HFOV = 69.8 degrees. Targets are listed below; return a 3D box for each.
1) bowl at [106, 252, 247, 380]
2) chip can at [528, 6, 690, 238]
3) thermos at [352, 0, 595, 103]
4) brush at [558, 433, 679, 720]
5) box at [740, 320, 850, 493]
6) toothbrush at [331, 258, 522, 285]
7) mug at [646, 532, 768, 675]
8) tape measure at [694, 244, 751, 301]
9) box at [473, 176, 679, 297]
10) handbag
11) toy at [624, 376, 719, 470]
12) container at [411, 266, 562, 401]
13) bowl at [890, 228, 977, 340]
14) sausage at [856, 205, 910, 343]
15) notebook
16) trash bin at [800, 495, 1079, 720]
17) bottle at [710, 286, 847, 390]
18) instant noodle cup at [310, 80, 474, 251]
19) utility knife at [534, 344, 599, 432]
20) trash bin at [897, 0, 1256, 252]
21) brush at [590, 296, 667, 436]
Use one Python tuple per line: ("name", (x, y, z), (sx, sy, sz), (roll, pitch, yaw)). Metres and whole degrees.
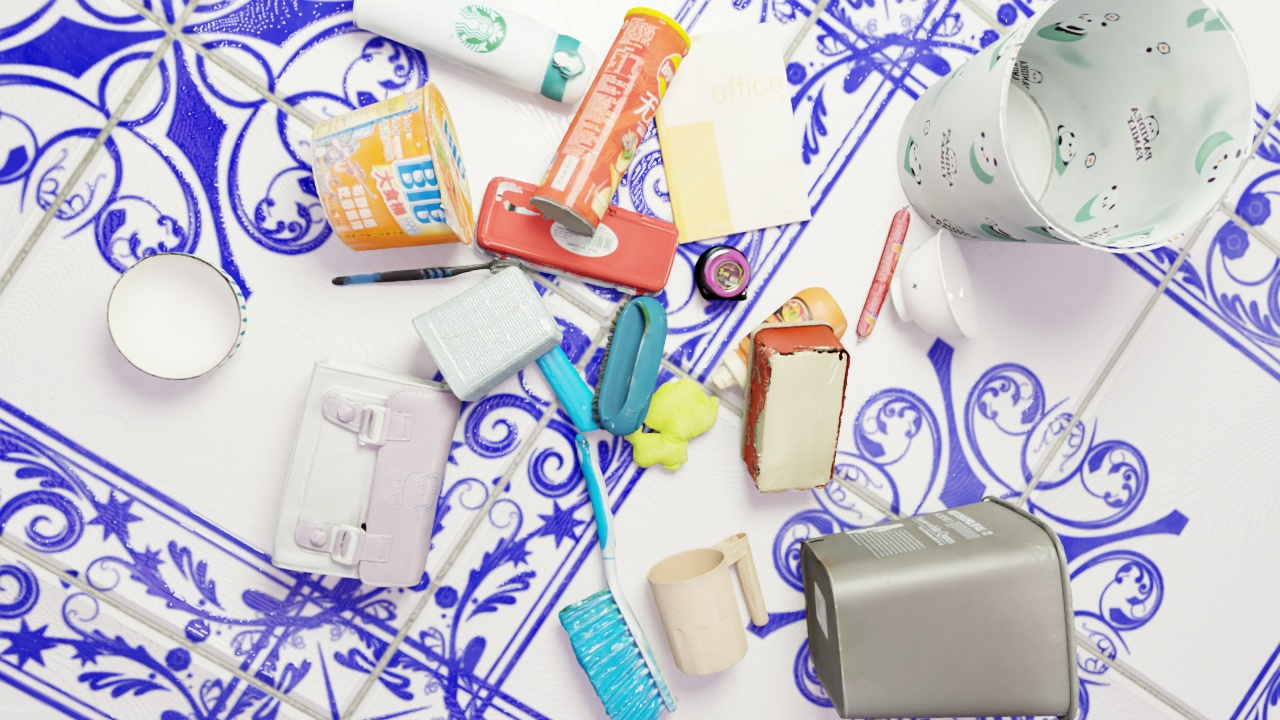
("bowl", (-0.426, -0.042, 0.861), (0.116, 0.066, 0.116), (-1, 95, -7))
("chip can", (-0.027, -0.227, 0.873), (0.073, 0.073, 0.216), (27, 80, -9))
("thermos", (-0.154, -0.310, 0.875), (0.224, 0.073, 0.073), (19, 91, -9))
("brush", (-0.040, 0.238, 0.949), (0.109, 0.060, 0.314), (-27, 95, -11))
("box", (0.152, 0.052, 0.914), (0.091, 0.077, 0.169), (-4, 121, -8))
("toothbrush", (-0.210, -0.085, 0.903), (0.189, 0.016, 0.014), (-5, 124, 0))
("mug", (0.076, 0.252, 0.957), (0.124, 0.084, 0.103), (-21, 99, -33))
("tape measure", (0.084, -0.090, 0.945), (0.057, 0.039, 0.058), (-1, 99, -8))
("box", (-0.064, -0.122, 0.924), (0.201, 0.047, 0.087), (14, 93, -9))
("handbag", (-0.261, 0.108, 0.885), (0.145, 0.098, 0.197), (12, 93, -15))
("toy", (0.032, 0.065, 0.953), (0.096, 0.031, 0.100), (7, 94, -7))
("container", (-0.141, -0.027, 0.881), (0.111, 0.090, 0.090), (-31, 87, 0))
("bowl", (0.301, -0.072, 0.957), (0.065, 0.118, 0.118), (-14, 98, 32))
("sausage", (0.260, -0.092, 0.980), (0.020, 0.020, 0.156), (18, 92, -9))
("notebook", (0.090, -0.235, 0.948), (0.146, 0.010, 0.206), (-11, 96, -6))
("trash bin", (0.289, 0.254, 0.932), (0.220, 0.199, 0.198), (-5, 94, -1))
("bottle", (0.139, -0.016, 0.950), (0.149, 0.066, 0.067), (-33, 98, 2))
("instant noodle cup", (-0.226, -0.169, 0.844), (0.111, 0.151, 0.151), (-11, 96, 1))
("utility knife", (-0.093, -0.004, 0.936), (0.034, 0.018, 0.185), (-34, 96, -11))
("trash bin", (0.381, -0.212, 0.870), (0.229, 0.252, 0.229), (-1, 94, -9))
("brush", (-0.005, 0.005, 0.915), (0.055, 0.074, 0.143), (17, 82, -21))
